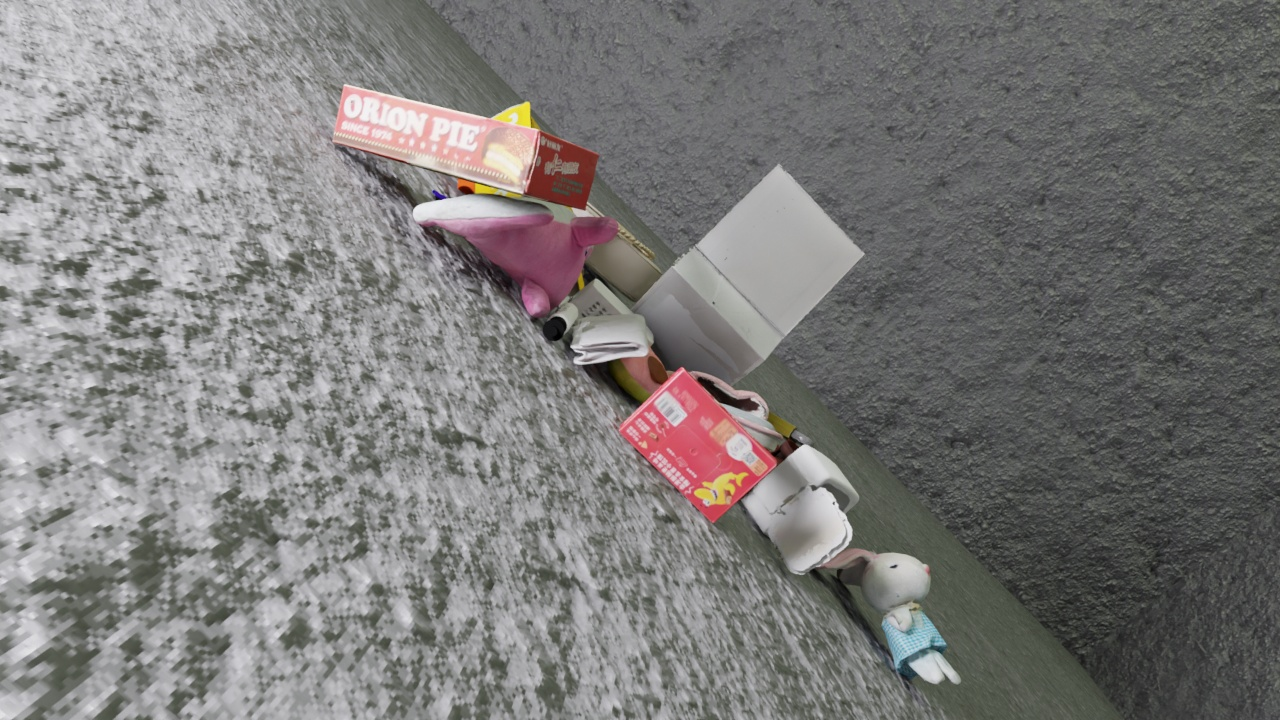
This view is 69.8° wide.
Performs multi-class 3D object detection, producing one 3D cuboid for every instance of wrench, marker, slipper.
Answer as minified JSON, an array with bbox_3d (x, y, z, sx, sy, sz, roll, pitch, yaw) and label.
[{"bbox_3d":[0.131,0.054,1.298,0.273,0.018,0.083,31,-8,34],"label":"wrench"},{"bbox_3d":[-0.087,-0.042,0.998,0.025,0.025,0.125,44,10,-6],"label":"marker"},{"bbox_3d":[0.089,0.049,1.058,0.114,0.054,0.274,22,1,-18],"label":"slipper"}]

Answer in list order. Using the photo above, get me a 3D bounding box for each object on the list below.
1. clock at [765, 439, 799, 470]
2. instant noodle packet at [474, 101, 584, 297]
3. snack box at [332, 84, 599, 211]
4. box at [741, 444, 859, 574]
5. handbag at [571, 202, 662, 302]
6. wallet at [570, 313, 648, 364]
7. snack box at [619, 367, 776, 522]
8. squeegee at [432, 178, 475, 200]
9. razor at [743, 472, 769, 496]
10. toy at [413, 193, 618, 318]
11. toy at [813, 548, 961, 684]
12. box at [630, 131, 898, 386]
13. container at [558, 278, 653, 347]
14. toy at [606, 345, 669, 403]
[{"bbox_3d":[0.194,0.160,1.194,0.157,0.072,0.120,45,10,-10],"label":"clock"},{"bbox_3d":[-0.123,-0.187,1.165,0.221,0.084,0.162,54,21,-52],"label":"instant noodle packet"},{"bbox_3d":[-0.168,-0.205,0.883,0.236,0.060,0.113,20,9,25],"label":"snack box"},{"bbox_3d":[0.196,0.180,1.027,0.124,0.109,0.136,34,15,-45],"label":"box"},{"bbox_3d":[-0.072,-0.176,1.423,0.210,0.103,0.208,37,6,-41],"label":"handbag"},{"bbox_3d":[-0.033,-0.029,1.002,0.116,0.086,0.032,-107,-171,-73],"label":"wallet"},{"bbox_3d":[0.056,0.083,0.897,0.133,0.089,0.021,45,10,-5],"label":"snack box"},{"bbox_3d":[-0.208,-0.236,1.177,0.184,0.055,0.249,59,15,24],"label":"squeegee"},{"bbox_3d":[0.114,0.128,1.081,0.064,0.053,0.140,22,-10,34],"label":"razor"},{"bbox_3d":[-0.118,-0.110,0.970,0.187,0.128,0.265,4,-3,21],"label":"toy"},{"bbox_3d":[0.300,0.283,1.059,0.131,0.106,0.205,31,16,-45],"label":"toy"},{"bbox_3d":[0.142,-0.106,1.178,0.167,0.369,0.150,46,8,-2],"label":"box"},{"bbox_3d":[-0.037,-0.046,1.137,0.129,0.049,0.080,44,11,-9],"label":"container"},{"bbox_3d":[-0.006,0.006,1.054,0.090,0.051,0.110,38,13,-27],"label":"toy"}]
